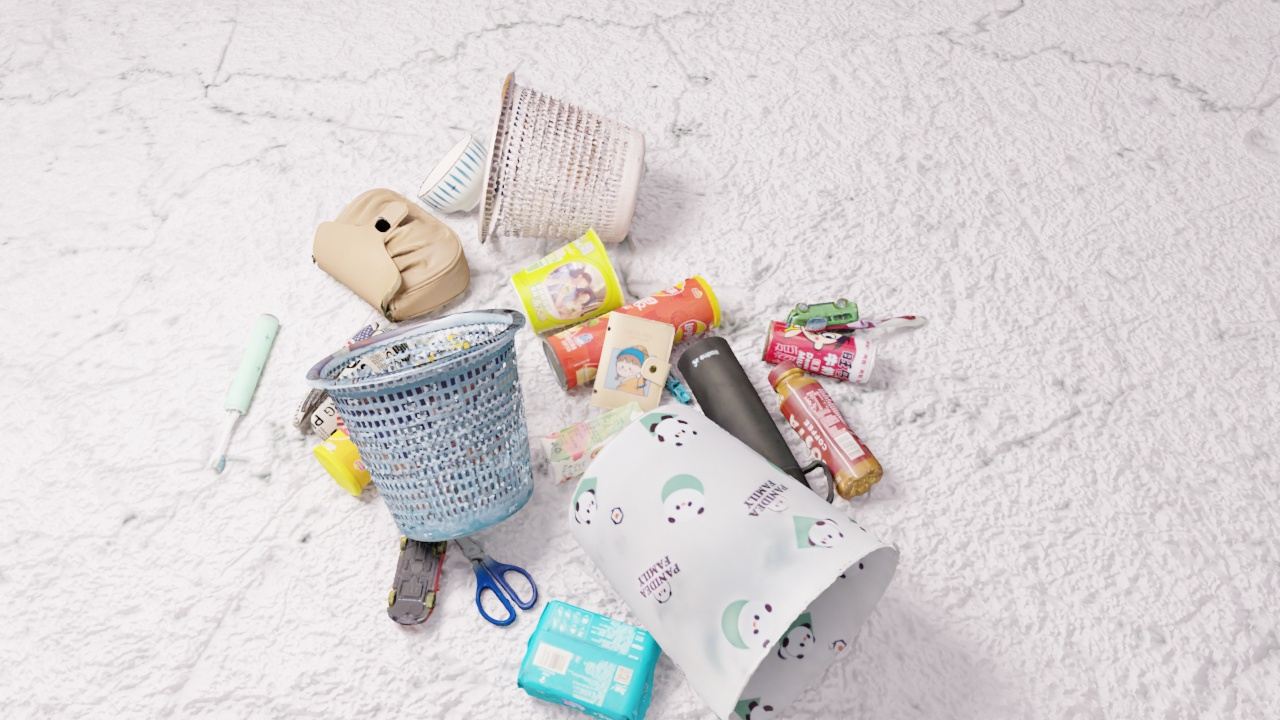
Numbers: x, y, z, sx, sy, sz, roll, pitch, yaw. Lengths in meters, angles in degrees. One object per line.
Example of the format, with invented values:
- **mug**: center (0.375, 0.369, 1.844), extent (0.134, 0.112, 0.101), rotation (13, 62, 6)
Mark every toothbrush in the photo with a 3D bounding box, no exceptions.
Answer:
- **toothbrush**: center (0.281, -0.049, 1.133), extent (0.187, 0.017, 0.016), rotation (-5, 34, -26)
- **toothbrush**: center (-0.485, 0.035, 1.120), extent (0.026, 0.027, 0.224), rotation (-6, 53, 14)

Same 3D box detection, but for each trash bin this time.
- **trash bin**: center (-0.101, -0.248, 1.215), extent (0.192, 0.228, 0.227), rotation (11, 54, -7)
- **trash bin**: center (0.078, 0.186, 0.889), extent (0.229, 0.230, 0.252), rotation (-35, 55, -22)
- **trash bin**: center (-0.207, 0.071, 0.959), extent (0.226, 0.195, 0.226), rotation (-12, 16, 3)

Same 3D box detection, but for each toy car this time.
- **toy car**: center (0.230, -0.051, 1.153), extent (0.091, 0.043, 0.036), rotation (-4, 54, -1)
- **toy car**: center (-0.236, 0.229, 0.971), extent (0.049, 0.031, 0.106), rotation (2, 53, 3)

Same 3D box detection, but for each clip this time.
- **clip**: center (0.040, 0.032, 1.113), extent (0.013, 0.039, 0.056), rotation (-32, 68, -19)

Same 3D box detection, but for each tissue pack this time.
- **tissue pack**: center (-0.048, 0.299, 0.905), extent (0.133, 0.050, 0.093), rotation (15, 54, 11)

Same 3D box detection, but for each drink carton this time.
- **drink carton**: center (-0.052, 0.093, 1.051), extent (0.122, 0.054, 0.045), rotation (-22, 57, -15)

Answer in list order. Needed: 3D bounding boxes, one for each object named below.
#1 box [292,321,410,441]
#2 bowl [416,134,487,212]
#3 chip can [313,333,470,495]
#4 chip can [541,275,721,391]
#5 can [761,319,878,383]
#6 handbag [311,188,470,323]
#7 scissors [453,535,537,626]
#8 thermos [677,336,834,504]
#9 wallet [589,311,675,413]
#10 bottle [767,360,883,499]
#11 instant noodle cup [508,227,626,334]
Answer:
- **box**: center (-0.358, 0.023, 1.113), extent (0.088, 0.076, 0.162), rotation (8, 54, 37)
- **bowl**: center (-0.250, -0.251, 1.282), extent (0.066, 0.117, 0.116), rotation (40, 53, -25)
- **chip can**: center (-0.275, 0.061, 1.070), extent (0.072, 0.072, 0.212), rotation (34, 61, 22)
- **chip can**: center (-0.011, -0.035, 1.131), extent (0.216, 0.073, 0.073), rotation (-23, 57, -13)
- **can**: center (0.218, -0.010, 1.118), extent (0.133, 0.053, 0.053), rotation (13, 56, 11)
- **handbag**: center (-0.327, -0.143, 1.198), extent (0.204, 0.100, 0.147), rotation (33, 64, 26)
- **scissors**: center (-0.186, 0.219, 0.991), extent (0.175, 0.012, 0.107), rotation (21, 57, 17)
- **thermos**: center (0.133, 0.080, 1.048), extent (0.090, 0.068, 0.242), rotation (-24, 58, -7)
- **wallet**: center (-0.006, 0.006, 1.088), extent (0.087, 0.024, 0.115), rotation (12, 91, -14)
- **bottle**: center (0.207, 0.075, 1.055), extent (0.057, 0.058, 0.175), rotation (-22, 57, -14)
- **instant noodle cup**: center (-0.096, -0.092, 1.158), extent (0.123, 0.112, 0.111), rotation (-23, 57, -6)
